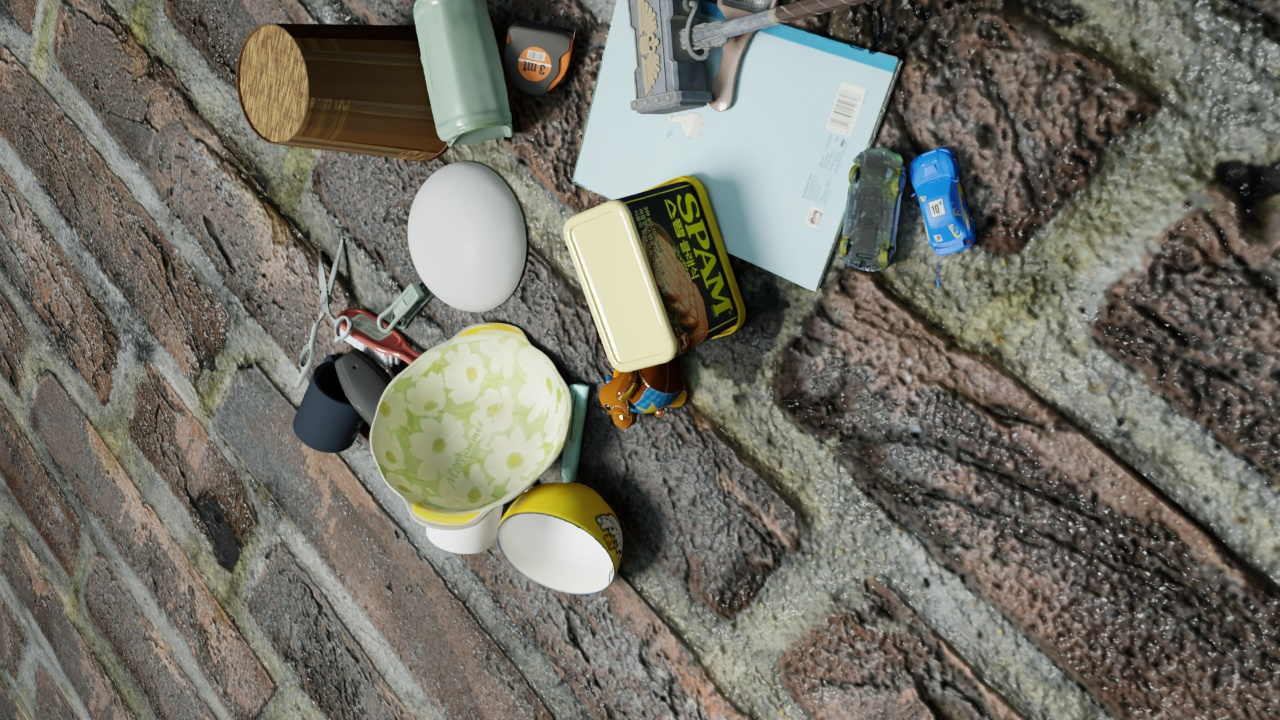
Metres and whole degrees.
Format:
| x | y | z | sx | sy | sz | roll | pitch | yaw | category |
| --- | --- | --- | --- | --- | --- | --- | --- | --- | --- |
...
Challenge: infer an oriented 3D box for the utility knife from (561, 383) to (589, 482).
| x | y | z | sx | sy | sz | roll | pitch | yaw | category |
| --- | --- | --- | --- | --- | --- | --- | --- | --- | --- |
| -0.067 | 0.097 | 0.892 | 0.022 | 0.015 | 0.166 | 20 | 115 | 28 | utility knife |

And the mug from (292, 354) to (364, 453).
| x | y | z | sx | sy | sz | roll | pitch | yaw | category |
| --- | --- | --- | --- | --- | --- | --- | --- | --- | --- |
| -0.350 | 0.041 | 1.044 | 0.078 | 0.071 | 0.105 | -56 | 42 | 30 | mug |

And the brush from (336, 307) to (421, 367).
| x | y | z | sx | sy | sz | roll | pitch | yaw | category |
| --- | --- | --- | --- | --- | --- | --- | --- | --- | --- |
| -0.262 | -0.006 | 0.988 | 0.172 | 0.040 | 0.030 | 29 | 133 | 23 | brush |

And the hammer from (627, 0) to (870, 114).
| x | y | z | sx | sy | sz | roll | pitch | yaw | category |
| --- | --- | --- | --- | --- | --- | --- | --- | --- | --- |
| 0.114 | -0.238 | 0.617 | 0.323 | 0.044 | 0.098 | 4 | 103 | 46 | hammer |

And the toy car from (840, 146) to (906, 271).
| x | y | z | sx | sy | sz | roll | pitch | yaw | category |
| --- | --- | --- | --- | --- | --- | --- | --- | --- | --- |
| 0.171 | -0.110 | 0.669 | 0.039 | 0.027 | 0.090 | 16 | 112 | 33 | toy car |

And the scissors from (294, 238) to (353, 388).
| x | y | z | sx | sy | sz | roll | pitch | yaw | category |
| --- | --- | --- | --- | --- | --- | --- | --- | --- | --- |
| -0.354 | -0.052 | 1.012 | 0.158 | 0.014 | 0.141 | -55 | 48 | 13 | scissors |

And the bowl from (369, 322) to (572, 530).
| x | y | z | sx | sy | sz | roll | pitch | yaw | category |
| --- | --- | --- | --- | --- | --- | --- | --- | --- | --- |
| -0.155 | 0.069 | 0.873 | 0.188 | 0.218 | 0.060 | 3 | 147 | 10 | bowl |

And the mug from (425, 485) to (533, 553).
| x | y | z | sx | sy | sz | roll | pitch | yaw | category |
| --- | --- | --- | --- | --- | --- | --- | --- | --- | --- |
| -0.158 | 0.143 | 0.936 | 0.110 | 0.073 | 0.091 | 15 | 111 | 4 | mug |

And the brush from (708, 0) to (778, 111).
| x | y | z | sx | sy | sz | roll | pitch | yaw | category |
| --- | --- | --- | --- | --- | --- | --- | --- | --- | --- |
| 0.075 | -0.257 | 0.696 | 0.050 | 0.015 | 0.136 | 27 | 114 | 28 | brush |

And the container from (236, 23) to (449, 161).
| x | y | z | sx | sy | sz | roll | pitch | yaw | category |
| --- | --- | --- | --- | --- | --- | --- | --- | --- | --- |
| -0.269 | -0.251 | 0.851 | 0.132 | 0.166 | 0.132 | 9 | 106 | 33 | container |

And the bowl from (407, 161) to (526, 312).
| x | y | z | sx | sy | sz | roll | pitch | yaw | category |
| --- | --- | --- | --- | --- | --- | --- | --- | --- | --- |
| -0.182 | -0.119 | 0.899 | 0.150 | 0.043 | 0.149 | 9 | 106 | 33 | bowl |

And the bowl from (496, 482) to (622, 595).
| x | y | z | sx | sy | sz | roll | pitch | yaw | category |
| --- | --- | --- | --- | --- | --- | --- | --- | --- | --- |
| -0.069 | 0.158 | 0.861 | 0.117 | 0.067 | 0.117 | 12 | 133 | 13 | bowl |

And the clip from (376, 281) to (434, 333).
| x | y | z | sx | sy | sz | roll | pitch | yaw | category |
| --- | --- | --- | --- | --- | --- | --- | --- | --- | --- |
| -0.249 | -0.055 | 0.970 | 0.076 | 0.042 | 0.023 | -39 | 77 | 34 | clip |

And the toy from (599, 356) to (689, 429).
| x | y | z | sx | sy | sz | roll | pitch | yaw | category |
| --- | --- | --- | --- | --- | --- | --- | --- | --- | --- |
| -0.005 | 0.005 | 0.814 | 0.090 | 0.070 | 0.103 | -28 | 62 | 48 | toy |

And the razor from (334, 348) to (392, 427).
| x | y | z | sx | sy | sz | roll | pitch | yaw | category |
| --- | --- | --- | --- | --- | --- | --- | --- | --- | --- |
| -0.276 | 0.051 | 0.989 | 0.140 | 0.053 | 0.064 | 54 | 162 | 0 | razor |

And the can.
| x | y | z | sx | sy | sz | roll | pitch | yaw | category |
| --- | --- | --- | --- | --- | --- | --- | --- | --- | --- |
| 0.012 | -0.069 | 0.731 | 0.075 | 0.104 | 0.135 | -14 | 98 | 40 | can |

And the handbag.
| x | y | z | sx | sy | sz | roll | pitch | yaw | category |
| --- | --- | --- | --- | --- | --- | --- | --- | --- | --- |
| -0.155 | -0.255 | 0.802 | 0.106 | 0.067 | 0.122 | -155 | 54 | -77 | handbag |

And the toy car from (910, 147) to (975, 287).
| x | y | z | sx | sy | sz | roll | pitch | yaw | category |
| --- | --- | --- | --- | --- | --- | --- | --- | --- | --- |
| 0.202 | -0.099 | 0.629 | 0.033 | 0.061 | 0.092 | -15 | 92 | 36 | toy car |

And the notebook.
| x | y | z | sx | sy | sz | roll | pitch | yaw | category |
| --- | --- | --- | --- | --- | --- | --- | --- | --- | --- |
| 0.062 | -0.186 | 0.737 | 0.253 | 0.009 | 0.181 | 29 | 115 | 26 | notebook |

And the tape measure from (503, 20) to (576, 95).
| x | y | z | sx | sy | sz | roll | pitch | yaw | category |
| --- | --- | --- | --- | --- | --- | --- | --- | --- | --- |
| -0.089 | -0.265 | 0.801 | 0.058 | 0.038 | 0.059 | 8 | 120 | -5 | tape measure |
